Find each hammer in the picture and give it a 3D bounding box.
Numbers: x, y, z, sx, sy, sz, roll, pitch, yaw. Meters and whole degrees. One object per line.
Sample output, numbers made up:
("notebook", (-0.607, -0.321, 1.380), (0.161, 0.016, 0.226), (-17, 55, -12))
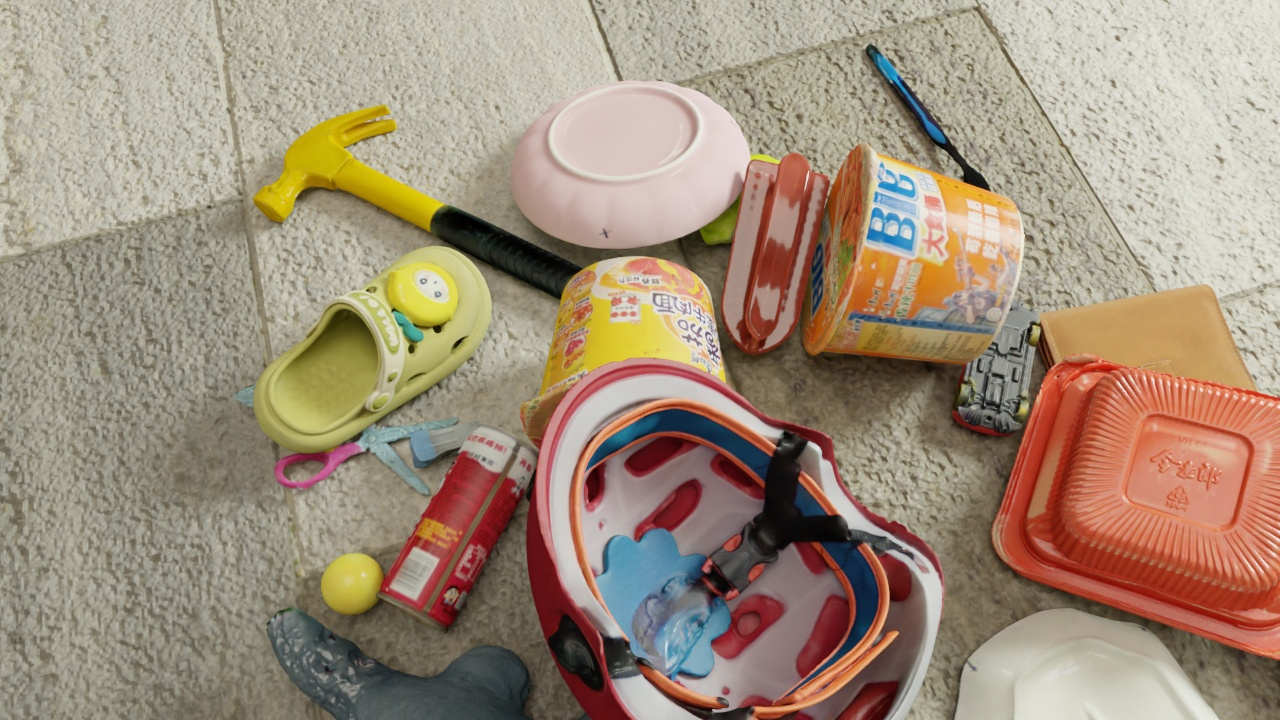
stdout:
("hammer", (-0.157, -0.113, 0.733), (0.301, 0.033, 0.128), (27, 70, 14))

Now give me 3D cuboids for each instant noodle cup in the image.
("instant noodle cup", (-0.004, 0.004, 0.624), (0.138, 0.138, 0.109), (0, 57, 2))
("instant noodle cup", (0.188, -0.067, 0.643), (0.111, 0.152, 0.151), (12, 66, -2))
("instant noodle cup", (0.334, 0.078, 0.577), (0.189, 0.079, 0.164), (15, 75, 26))

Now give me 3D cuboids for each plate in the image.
("plate", (-0.010, -0.167, 0.722), (0.192, 0.039, 0.192), (-4, 50, 4))
("plate", (0.302, 0.274, 0.538), (0.162, 0.034, 0.265), (-23, 67, -9))

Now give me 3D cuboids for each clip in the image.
("clip", (-0.137, 0.058, 0.657), (0.058, 0.043, 0.026), (-15, 68, -22))

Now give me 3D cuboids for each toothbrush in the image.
("toothbrush", (0.240, -0.201, 0.773), (0.014, 0.016, 0.189), (-27, 64, 0))

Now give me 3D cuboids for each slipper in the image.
("slipper", (-0.184, -0.011, 0.645), (0.190, 0.082, 0.091), (-42, 91, -19))

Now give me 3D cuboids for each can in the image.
("can", (-0.120, 0.110, 0.617), (0.053, 0.053, 0.132), (23, 68, 12))

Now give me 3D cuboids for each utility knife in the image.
("utility knife", (-0.210, -0.011, 0.688), (0.189, 0.020, 0.031), (-26, 67, -22))

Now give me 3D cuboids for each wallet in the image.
("wallet", (0.365, 0.009, 0.662), (0.130, 0.035, 0.119), (-10, 62, 0))

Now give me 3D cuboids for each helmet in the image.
("helmet", (0.029, 0.127, 0.516), (0.240, 0.144, 0.206), (45, 48, 10))

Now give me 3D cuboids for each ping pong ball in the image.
("ping pong ball", (-0.191, 0.148, 0.609), (0.040, 0.040, 0.040), (-1, 65, 1))

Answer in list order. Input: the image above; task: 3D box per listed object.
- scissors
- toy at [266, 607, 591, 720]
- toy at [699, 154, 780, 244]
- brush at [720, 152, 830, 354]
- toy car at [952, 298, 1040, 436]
("scissors", (-0.201, 0.051, 0.670), (0.133, 0.017, 0.130), (-13, 63, -9))
("toy", (-0.071, 0.240, 0.538), (0.356, 0.092, 0.137), (15, 55, 6))
("toy", (0.082, -0.133, 0.735), (0.100, 0.031, 0.096), (-43, 72, -13))
("brush", (0.096, -0.076, 0.672), (0.063, 0.069, 0.145), (13, 80, 1))
("toy car", (0.258, 0.003, 0.665), (0.049, 0.031, 0.106), (15, 70, 8))
